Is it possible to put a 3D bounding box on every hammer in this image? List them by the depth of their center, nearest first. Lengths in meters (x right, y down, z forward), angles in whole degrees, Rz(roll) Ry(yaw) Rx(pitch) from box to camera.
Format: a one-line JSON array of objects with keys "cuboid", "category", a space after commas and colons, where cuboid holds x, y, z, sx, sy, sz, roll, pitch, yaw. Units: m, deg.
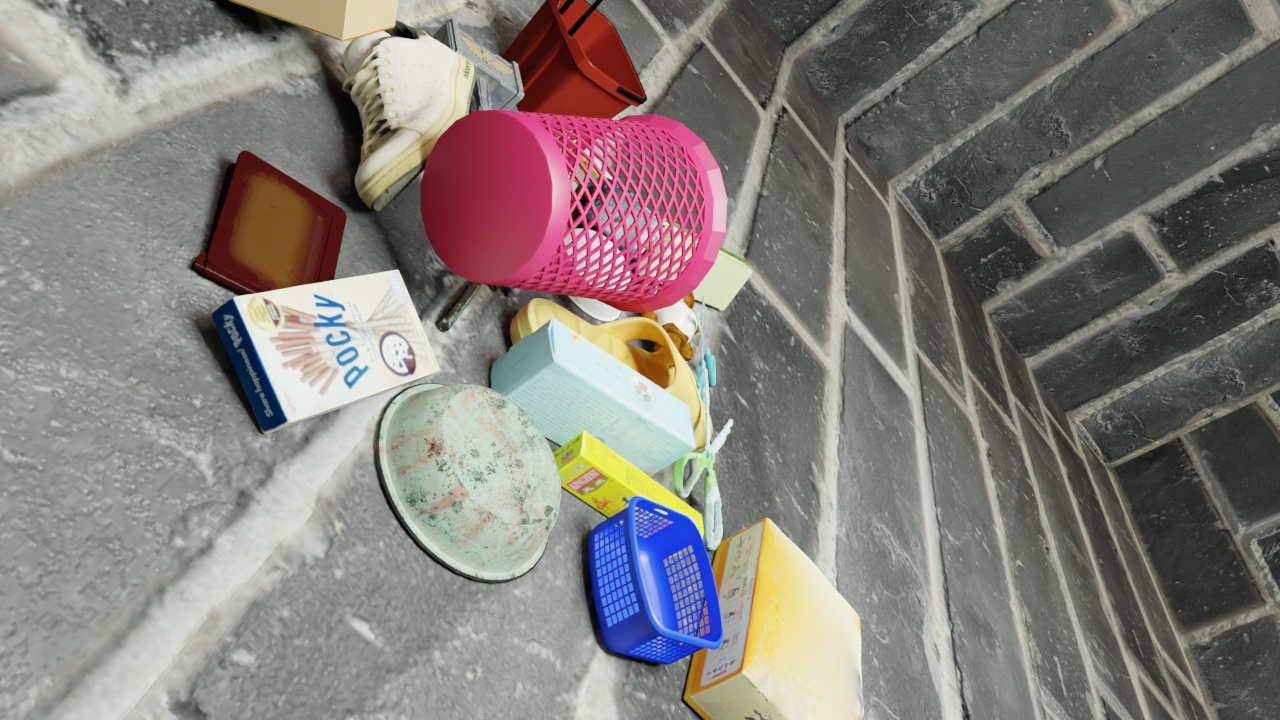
[{"cuboid": [-0.145, -0.195, 0.900, 0.098, 0.044, 0.321, 23, 43, -46], "category": "hammer"}]

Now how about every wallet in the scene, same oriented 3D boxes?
[{"cuboid": [-0.249, -0.082, 0.628, 0.091, 0.018, 0.115, 33, 37, -38], "category": "wallet"}]

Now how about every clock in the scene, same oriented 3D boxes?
[{"cuboid": [-0.027, -0.159, 1.008, 0.090, 0.052, 0.129, 41, 2, -35], "category": "clock"}]

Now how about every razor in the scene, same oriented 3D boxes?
[{"cuboid": [-0.143, -0.055, 0.764, 0.042, 0.026, 0.105, 48, 32, -18], "category": "razor"}]

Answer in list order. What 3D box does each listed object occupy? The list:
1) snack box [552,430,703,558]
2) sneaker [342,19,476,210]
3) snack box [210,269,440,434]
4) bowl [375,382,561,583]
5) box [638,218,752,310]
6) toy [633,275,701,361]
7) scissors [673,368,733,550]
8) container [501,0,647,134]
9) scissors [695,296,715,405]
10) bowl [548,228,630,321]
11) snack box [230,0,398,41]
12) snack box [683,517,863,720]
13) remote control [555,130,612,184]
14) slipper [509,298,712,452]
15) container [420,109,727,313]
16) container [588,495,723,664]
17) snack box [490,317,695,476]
[{"cuboid": [-0.009, 0.114, 0.766, 0.148, 0.040, 0.028, 39, 31, -29], "category": "snack box"}, {"cuboid": [-0.207, -0.223, 0.772, 0.102, 0.089, 0.241, 41, 29, -27], "category": "sneaker"}, {"cuboid": [-0.200, -0.011, 0.602, 0.149, 0.026, 0.082, -27, 94, -63], "category": "snack box"}, {"cuboid": [-0.109, 0.076, 0.649, 0.157, 0.039, 0.157, 39, 31, -29], "category": "bowl"}, {"cuboid": [0.063, -0.121, 1.115, 0.187, 0.078, 0.089, 18, 44, -51], "category": "box"}, {"cuboid": [0.030, -0.044, 0.993, 0.087, 0.067, 0.112, 41, 40, -26], "category": "toy"}, {"cuboid": [0.063, 0.097, 0.866, 0.171, 0.023, 0.168, -38, 115, -60], "category": "scissors"}, {"cuboid": [-0.054, -0.360, 1.050, 0.127, 0.201, 0.148, 14, 48, -51], "category": "container"}, {"cuboid": [0.073, -0.001, 1.006, 0.125, 0.015, 0.136, 4, 91, -76], "category": "scissors"}, {"cuboid": [-0.044, -0.098, 0.948, 0.110, 0.041, 0.109, 39, 31, -29], "category": "bowl"}, {"cuboid": [-0.274, -0.305, 0.743, 0.126, 0.040, 0.088, 21, 30, 4], "category": "snack box"}, {"cuboid": [0.127, 0.250, 0.789, 0.145, 0.081, 0.194, 48, 28, -13], "category": "snack box"}, {"cuboid": [-0.065, -0.221, 1.055, 0.125, 0.038, 0.018, 48, 50, -12], "category": "remote control"}, {"cuboid": [-0.005, 0.005, 0.857, 0.263, 0.079, 0.099, 27, 36, -43], "category": "slipper"}, {"cuboid": [-0.059, -0.128, 0.766, 0.225, 0.184, 0.183, -9, 67, -59], "category": "container"}, {"cuboid": [0.008, 0.173, 0.707, 0.096, 0.058, 0.114, 29, 37, -40], "category": "container"}, {"cuboid": [-0.037, 0.039, 0.769, 0.174, 0.075, 0.053, 33, 36, -36], "category": "snack box"}]
